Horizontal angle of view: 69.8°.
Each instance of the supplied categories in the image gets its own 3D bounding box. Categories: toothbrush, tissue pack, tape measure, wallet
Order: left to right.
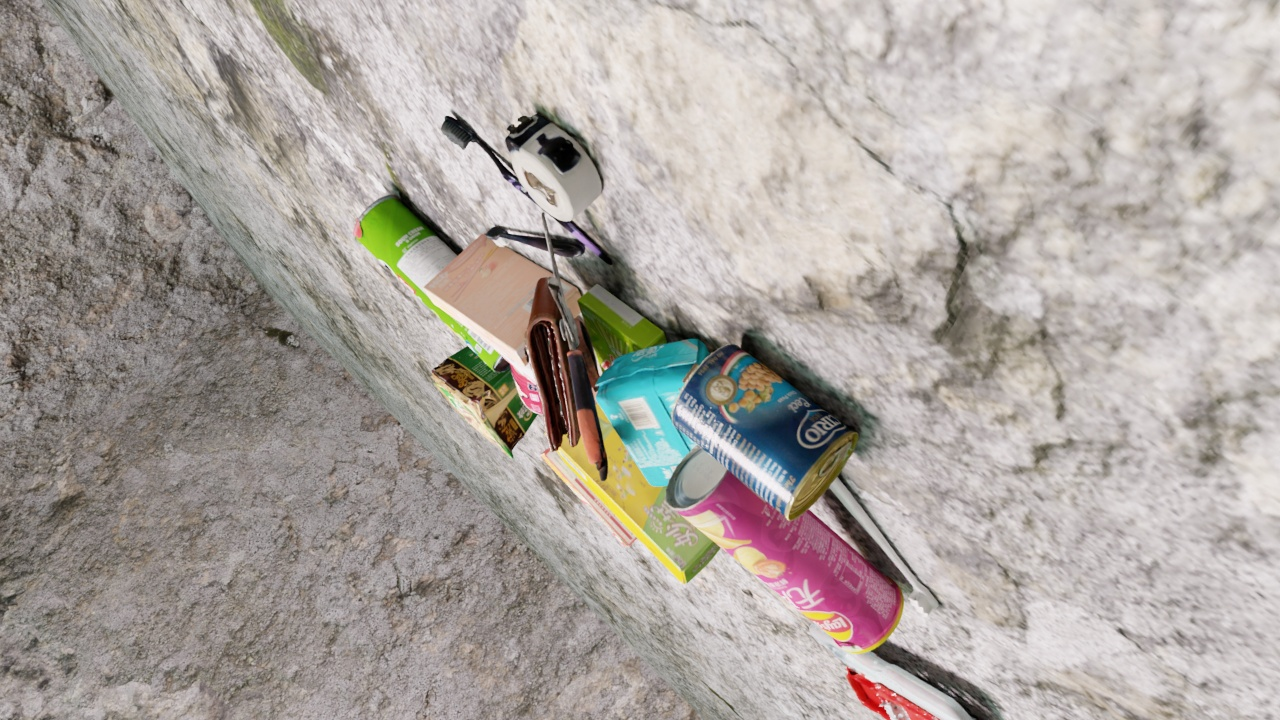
[{"bbox_3d":[-0.094,-0.137,0.742,0.189,0.016,0.014,42,161,9],"label":"toothbrush"},{"bbox_3d":[-0.094,-0.103,0.812,0.018,0.015,0.181,50,163,-30],"label":"toothbrush"},{"bbox_3d":[-0.060,-0.132,0.647,0.066,0.033,0.066,37,162,26],"label":"tape measure"},{"bbox_3d":[-0.072,0.001,0.781,0.101,0.032,0.125,-88,-11,-67],"label":"wallet"},{"bbox_3d":[0.031,0.048,0.747,0.093,0.050,0.133,-10,128,26],"label":"tissue pack"},{"bbox_3d":[0.176,0.133,0.712,0.180,0.016,0.016,51,159,-13],"label":"toothbrush"}]

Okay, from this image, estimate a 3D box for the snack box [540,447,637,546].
[{"bbox_3d":[-0.042,0.146,1.129,0.156,0.077,0.027,48,163,-5],"label":"snack box"}]

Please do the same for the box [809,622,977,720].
[{"bbox_3d":[0.268,0.334,0.905,0.158,0.039,0.201,55,160,-24],"label":"box"}]

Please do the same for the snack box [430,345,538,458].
[{"bbox_3d":[-0.177,0.034,1.145,0.118,0.105,0.117,32,160,39],"label":"snack box"}]

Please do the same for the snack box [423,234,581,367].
[{"bbox_3d":[-0.132,-0.061,0.876,0.157,0.084,0.026,32,160,39],"label":"snack box"}]

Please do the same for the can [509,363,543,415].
[{"bbox_3d":[-0.106,0.012,1.001,0.066,0.066,0.094,40,161,19],"label":"can"}]

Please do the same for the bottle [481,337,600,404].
[{"bbox_3d":[-0.110,-0.021,0.918,0.197,0.068,0.068,40,161,31],"label":"bottle"}]

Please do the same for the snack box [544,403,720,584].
[{"bbox_3d":[-0.003,0.144,1.011,0.210,0.070,0.158,43,169,15],"label":"snack box"}]

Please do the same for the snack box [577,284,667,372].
[{"bbox_3d":[-0.005,0.005,0.827,0.086,0.026,0.156,37,160,28],"label":"snack box"}]

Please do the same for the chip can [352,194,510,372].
[{"bbox_3d":[-0.221,-0.087,1.040,0.236,0.072,0.072,42,162,10],"label":"chip can"}]

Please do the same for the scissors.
[{"bbox_3d":[-0.052,-0.012,0.737,0.189,0.015,0.225,-94,-7,-76],"label":"scissors"}]

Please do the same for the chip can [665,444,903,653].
[{"bbox_3d":[0.116,0.148,0.728,0.210,0.071,0.071,41,165,-20],"label":"chip can"}]

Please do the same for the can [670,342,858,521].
[{"bbox_3d":[0.084,0.048,0.641,0.111,0.075,0.075,38,161,24],"label":"can"}]
